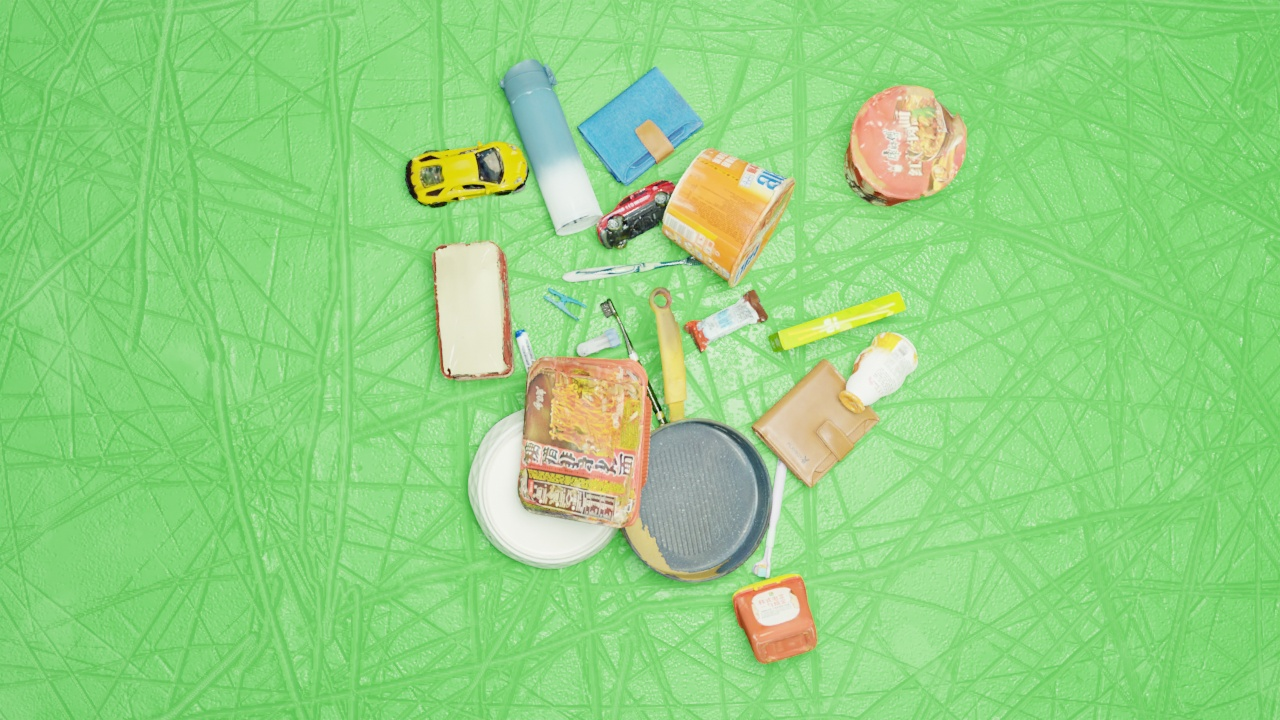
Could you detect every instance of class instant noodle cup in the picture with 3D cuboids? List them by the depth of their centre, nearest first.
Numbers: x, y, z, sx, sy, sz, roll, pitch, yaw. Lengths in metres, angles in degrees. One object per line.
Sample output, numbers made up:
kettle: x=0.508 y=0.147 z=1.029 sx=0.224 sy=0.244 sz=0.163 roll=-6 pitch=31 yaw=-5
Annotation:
instant noodle cup: x=-0.056 y=0.089 z=1.052 sx=0.165 sy=0.079 sz=0.189 roll=5 pitch=91 yaw=31
instant noodle cup: x=0.103 y=-0.181 z=1.119 sx=0.111 sy=0.151 sz=0.151 roll=31 pitch=87 yaw=10
instant noodle cup: x=0.315 y=-0.254 z=1.134 sx=0.138 sy=0.108 sz=0.138 roll=0 pitch=86 yaw=0

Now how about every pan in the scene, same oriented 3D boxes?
pan: x=0.051 y=0.090 z=1.104 sx=0.197 sy=0.078 sz=0.357 roll=-13 pitch=91 yaw=-16

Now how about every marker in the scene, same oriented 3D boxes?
marker: x=-0.132 y=0.031 z=1.168 sx=0.017 sy=0.017 sz=0.145 roll=-18 pitch=87 yaw=-1

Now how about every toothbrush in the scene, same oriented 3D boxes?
toothbrush: x=0.169 y=0.178 z=1.156 sx=0.021 sy=0.029 sz=0.189 roll=15 pitch=84 yaw=-39
toothbrush: x=-0.007 y=0.007 z=1.171 sx=0.017 sy=0.012 sz=0.186 roll=-25 pitch=87 yaw=5
toothbrush: x=-0.005 y=-0.119 z=1.175 sx=0.191 sy=0.018 sz=0.016 roll=-8 pitch=87 yaw=0

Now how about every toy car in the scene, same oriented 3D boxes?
toy car: x=-0.003 y=-0.186 z=1.162 sx=0.120 sy=0.053 sz=0.045 roll=-31 pitch=63 yaw=-8
toy car: x=-0.221 y=-0.241 z=1.173 sx=0.156 sy=0.041 sz=0.071 roll=-9 pitch=87 yaw=-1

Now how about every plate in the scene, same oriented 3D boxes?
plate: x=-0.109 y=0.157 z=1.133 sx=0.205 sy=0.045 sz=0.205 roll=0 pitch=91 yaw=-8

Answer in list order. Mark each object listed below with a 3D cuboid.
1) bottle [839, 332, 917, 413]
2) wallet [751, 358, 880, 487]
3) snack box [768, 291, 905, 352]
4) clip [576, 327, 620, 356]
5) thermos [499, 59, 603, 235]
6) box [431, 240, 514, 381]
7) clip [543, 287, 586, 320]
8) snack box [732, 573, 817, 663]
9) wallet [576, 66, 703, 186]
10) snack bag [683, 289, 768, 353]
bottle: x=0.291 y=0.016 z=1.132 sx=0.063 sy=0.063 sz=0.108 roll=44 pitch=71 yaw=3
wallet: x=0.220 y=0.079 z=1.148 sx=0.131 sy=0.031 sz=0.108 roll=-41 pitch=87 yaw=-11
snack box: x=0.240 y=-0.046 z=1.135 sx=0.156 sy=0.086 sz=0.026 roll=-18 pitch=87 yaw=-1
clip: x=-0.054 y=-0.020 z=1.167 sx=0.057 sy=0.028 sz=0.024 roll=-23 pitch=88 yaw=2
thermos: x=-0.113 y=-0.271 z=1.161 sx=0.070 sy=0.070 sz=0.220 roll=-20 pitch=87 yaw=-1
box: x=-0.207 y=-0.061 z=1.143 sx=0.091 sy=0.078 sz=0.168 roll=-5 pitch=87 yaw=1
clip: x=-0.097 y=-0.074 z=1.175 sx=0.056 sy=0.014 sz=0.041 roll=31 pitch=87 yaw=1
snack box: x=0.165 y=0.312 z=1.107 sx=0.091 sy=0.080 sz=0.082 roll=-16 pitch=129 yaw=0
wallet: x=0.000 y=-0.299 z=1.177 sx=0.133 sy=0.040 sz=0.106 roll=-38 pitch=83 yaw=-1
snack bag: x=0.109 y=-0.050 z=1.165 sx=0.105 sy=0.026 sz=0.045 roll=-27 pitch=78 yaw=-2
